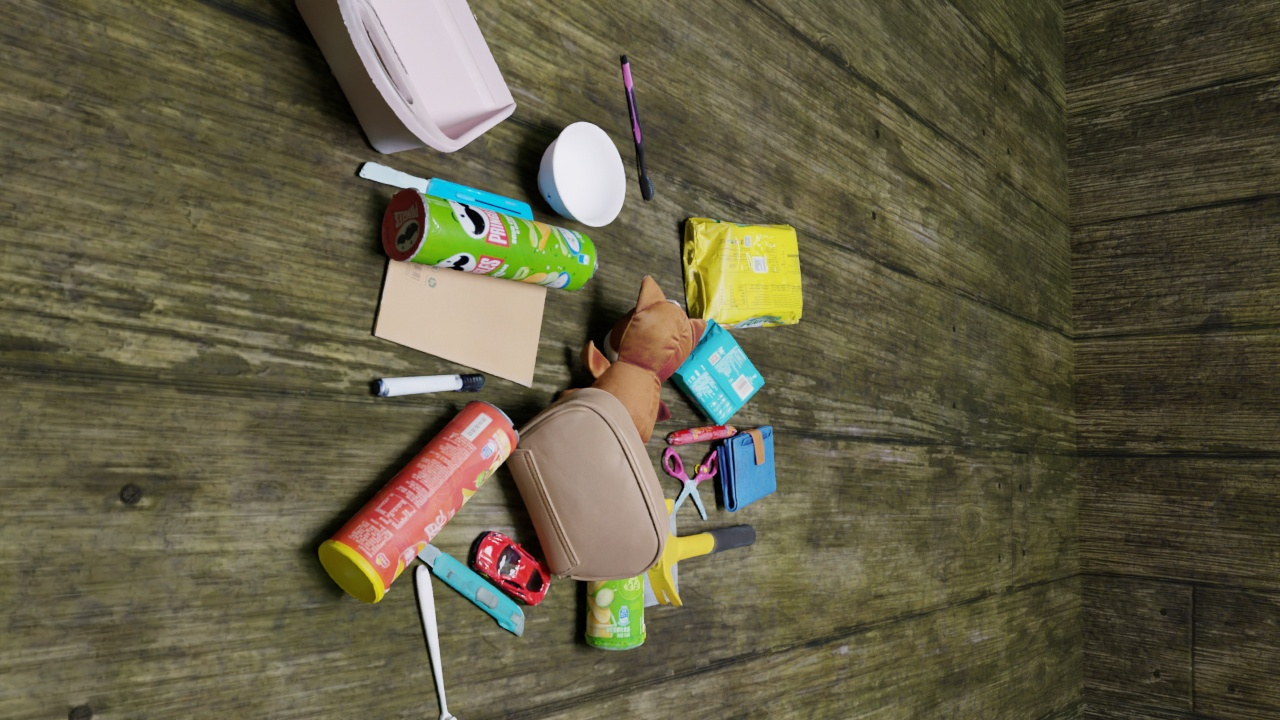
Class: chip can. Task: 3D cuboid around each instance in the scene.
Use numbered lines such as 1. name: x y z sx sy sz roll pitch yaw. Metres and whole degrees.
1. chip can: -0.149 -0.121 0.952 0.235 0.072 0.072 6 82 -49
2. chip can: -0.029 0.225 1.076 0.072 0.073 0.221 6 83 -49
3. chip can: -0.206 0.128 0.878 0.215 0.073 0.073 -50 123 -39

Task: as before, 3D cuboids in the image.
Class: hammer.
1. hammer: 0.083 0.237 1.185 0.300 0.033 0.128 11 80 -62

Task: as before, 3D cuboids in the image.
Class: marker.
1. marker: -0.210 0.026 0.923 0.130 0.018 0.022 -5 100 -50

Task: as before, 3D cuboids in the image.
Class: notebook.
1. notebook: -0.181 -0.067 0.972 0.207 0.008 0.147 22 70 -47

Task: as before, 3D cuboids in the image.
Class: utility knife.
1. utility knife: -0.172 0.238 0.952 0.176 0.013 0.029 49 52 -35
2. utility knife: -0.196 -0.170 0.956 0.218 0.018 0.034 9 80 -48

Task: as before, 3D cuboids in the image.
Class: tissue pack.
1. tissue pack: 0.099 0.017 1.237 0.093 0.050 0.133 -45 127 -6

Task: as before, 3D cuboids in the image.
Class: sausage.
1. sausage: 0.086 0.101 1.262 0.155 0.020 0.020 -2 88 -50

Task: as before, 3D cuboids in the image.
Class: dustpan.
1. dustpan: -0.197 -0.309 0.873 0.272 0.139 0.222 -49 122 -39

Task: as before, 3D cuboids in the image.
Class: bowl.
1. bowl: -0.080 -0.209 1.058 0.118 0.065 0.118 6 83 -50

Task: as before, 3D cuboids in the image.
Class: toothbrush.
1. toothbrush: -0.202 0.290 0.911 0.016 0.016 0.180 -14 98 -51
2. toothbrush: -0.003 -0.302 1.195 0.017 0.014 0.189 -21 102 -58

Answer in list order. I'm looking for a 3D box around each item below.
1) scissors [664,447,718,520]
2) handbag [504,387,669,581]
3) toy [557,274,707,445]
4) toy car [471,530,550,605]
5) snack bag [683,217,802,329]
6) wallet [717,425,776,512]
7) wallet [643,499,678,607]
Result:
1. scissors: 0.068 0.163 1.238 0.133 0.017 0.134 -51 127 -35
2. handbag: -0.055 0.136 0.993 0.099 0.148 0.204 -48 118 -75
3. toy: -0.006 0.006 1.090 0.140 0.130 0.199 35 83 -44
4. toy car: -0.137 0.223 0.983 0.106 0.031 0.049 47 53 -34
5. snack bag: 0.153 -0.126 1.322 0.245 0.068 0.158 -6 91 -48
6. wallet: 0.157 0.152 1.320 0.132 0.040 0.106 -9 96 -58
7. wallet: 0.014 0.242 1.152 0.106 0.037 0.129 5 83 -48
